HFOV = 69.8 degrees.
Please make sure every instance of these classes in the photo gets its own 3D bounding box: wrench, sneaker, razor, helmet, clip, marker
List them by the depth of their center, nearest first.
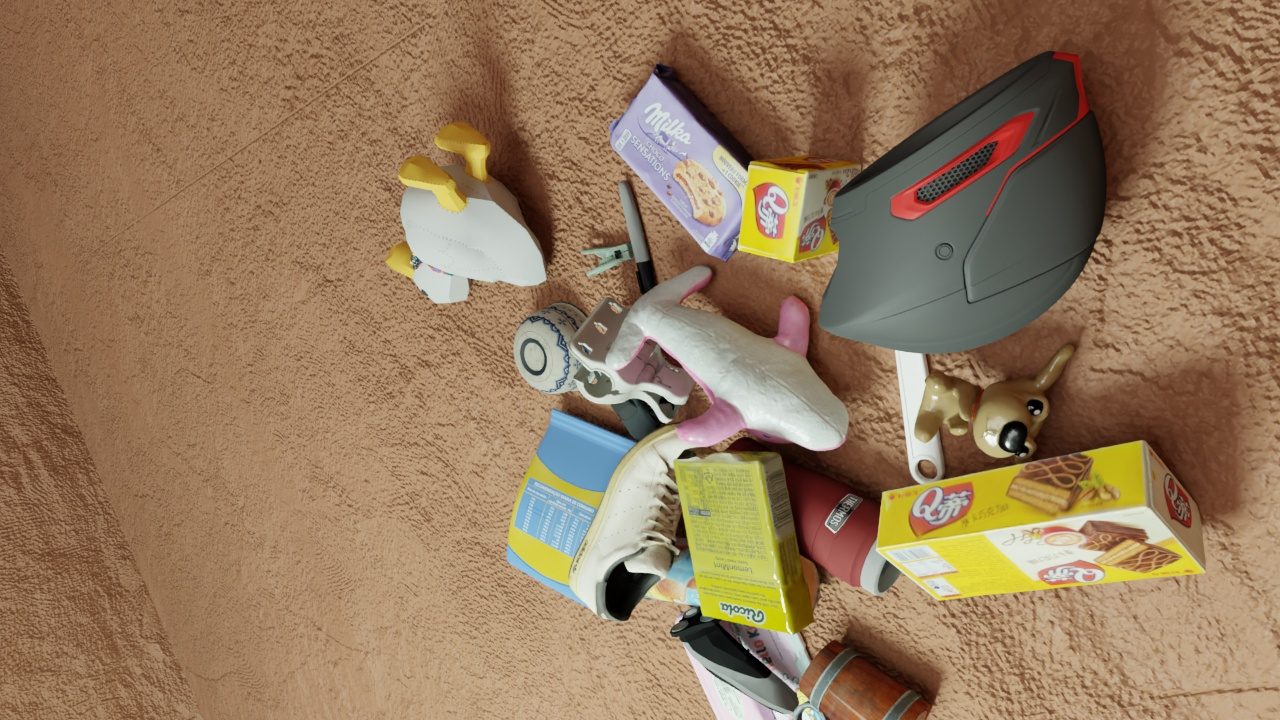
[{"bbox_3d":[0.254,-0.098,0.724,0.265,0.163,0.170,-33,98,25],"label":"helmet"},{"bbox_3d":[0.250,-0.014,0.854,0.066,0.018,0.273,-3,102,41],"label":"wrench"},{"bbox_3d":[0.008,0.185,1.016,0.241,0.089,0.102,-60,31,7],"label":"sneaker"},{"bbox_3d":[0.107,0.336,1.016,0.156,0.057,0.060,43,125,11],"label":"razor"},{"bbox_3d":[-0.012,0.010,1.029,0.151,0.125,0.092,43,129,-9],"label":"clip"},{"bbox_3d":[-0.005,-0.135,1.034,0.016,0.022,0.138,-8,99,47],"label":"marker"},{"bbox_3d":[-0.036,-0.120,1.067,0.075,0.023,0.035,-10,95,40],"label":"clip"}]

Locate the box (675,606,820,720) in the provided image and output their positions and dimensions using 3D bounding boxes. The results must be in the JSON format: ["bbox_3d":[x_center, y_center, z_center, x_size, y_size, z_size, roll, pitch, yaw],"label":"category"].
[{"bbox_3d":[0.132,0.368,1.054,0.155,0.044,0.201,-32,81,41],"label":"box"}]

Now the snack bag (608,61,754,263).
[{"bbox_3d":[0.053,-0.205,0.940,0.205,0.058,0.097,52,127,19],"label":"snack bag"}]

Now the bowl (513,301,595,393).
[{"bbox_3d":[-0.112,-0.011,1.139,0.116,0.059,0.115,14,112,38],"label":"bowl"}]

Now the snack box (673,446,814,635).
[{"bbox_3d":[0.101,0.173,0.913,0.121,0.045,0.181,-5,100,47],"label":"snack box"}]

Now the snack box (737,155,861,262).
[{"bbox_3d":[0.147,-0.141,0.843,0.061,0.105,0.084,21,116,35],"label":"snack box"}]

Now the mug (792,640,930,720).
[{"bbox_3d":[0.220,0.365,0.947,0.111,0.081,0.117,34,105,33],"label":"mug"}]

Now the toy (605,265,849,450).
[{"bbox_3d":[0.098,0.020,0.946,0.265,0.186,0.128,36,164,24],"label":"toy"}]

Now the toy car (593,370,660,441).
[{"bbox_3d":[-0.018,0.044,1.091,0.046,0.034,0.112,-42,75,40],"label":"toy car"}]

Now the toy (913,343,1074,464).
[{"bbox_3d":[0.294,0.042,0.779,0.108,0.105,0.134,14,113,14],"label":"toy"}]

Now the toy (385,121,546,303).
[{"bbox_3d":[-0.225,-0.156,1.151,0.247,0.140,0.268,24,144,15],"label":"toy"}]

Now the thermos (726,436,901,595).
[{"bbox_3d":[0.173,0.161,0.936,0.199,0.083,0.108,27,150,35],"label":"thermos"}]

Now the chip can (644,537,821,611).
[{"bbox_3d":[0.088,0.240,1.031,0.230,0.079,0.080,-5,100,44],"label":"chip can"}]

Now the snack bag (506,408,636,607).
[{"bbox_3d":[-0.072,0.179,1.144,0.159,0.102,0.205,19,104,36],"label":"snack bag"}]

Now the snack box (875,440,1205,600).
[{"bbox_3d":[0.327,0.142,0.769,0.110,0.061,0.231,39,140,-28],"label":"snack box"}]
